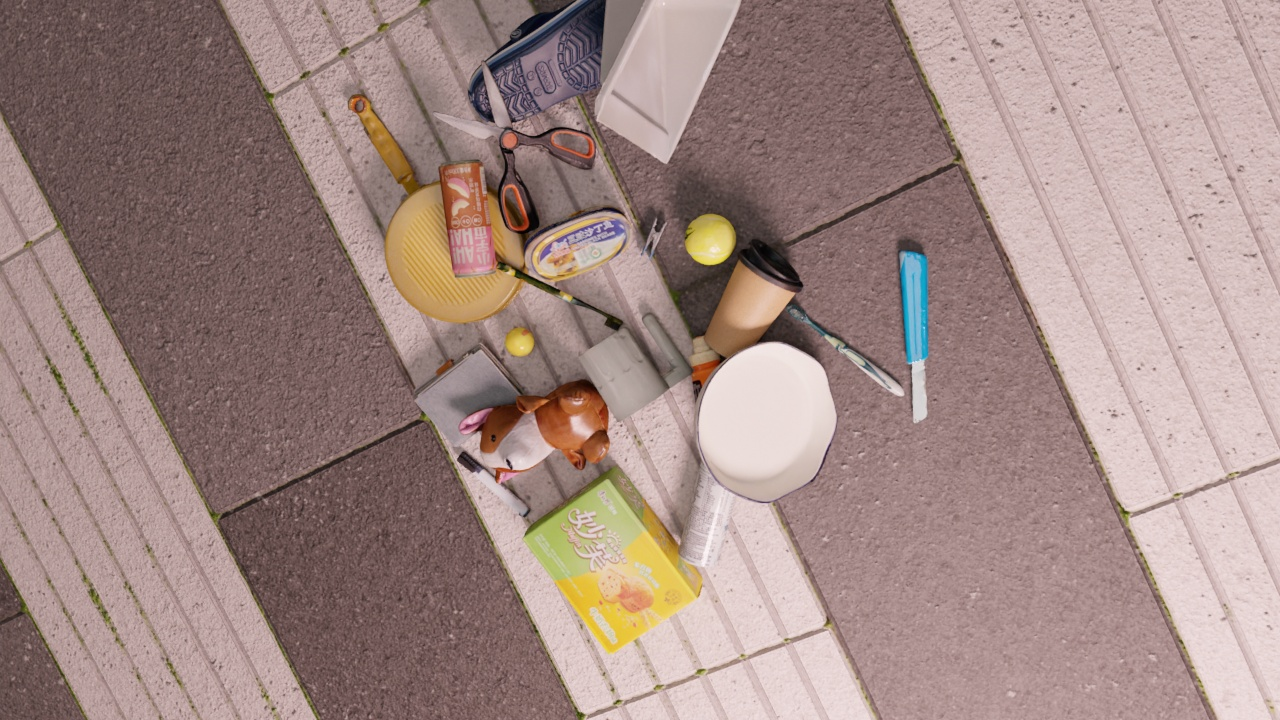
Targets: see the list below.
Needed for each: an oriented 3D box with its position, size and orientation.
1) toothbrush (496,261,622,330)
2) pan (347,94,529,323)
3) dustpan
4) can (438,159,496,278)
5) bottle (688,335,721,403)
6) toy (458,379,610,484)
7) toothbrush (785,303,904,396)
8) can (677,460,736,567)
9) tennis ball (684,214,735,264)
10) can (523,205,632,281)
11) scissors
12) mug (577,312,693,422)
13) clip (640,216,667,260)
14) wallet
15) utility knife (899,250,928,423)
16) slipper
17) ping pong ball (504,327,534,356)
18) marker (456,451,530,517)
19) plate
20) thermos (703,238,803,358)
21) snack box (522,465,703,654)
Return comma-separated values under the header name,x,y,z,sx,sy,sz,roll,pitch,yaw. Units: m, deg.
name,x,y,z,sx,sy,sz,roll,pitch,yaw
toothbrush,-0.109,-0.086,1.231,0.186,0.012,0.017,25,111,-10
pan,-0.295,-0.214,1.253,0.198,0.078,0.357,-35,97,9
dustpan,0.055,-0.389,1.073,0.143,0.222,0.257,-2,88,23
can,-0.223,-0.182,1.185,0.058,0.057,0.147,-4,101,11
bottle,0.097,0.040,1.213,0.067,0.066,0.149,-16,88,13
toy,-0.139,0.102,1.242,0.200,0.130,0.140,-14,114,20
toothbrush,0.266,-0.014,1.192,0.191,0.018,0.016,38,103,3
can,0.094,0.202,1.239,0.058,0.058,0.147,15,101,8
tennis ball,0.090,-0.155,1.179,0.065,0.065,0.065,2,99,10
can,-0.082,-0.153,1.202,0.148,0.049,0.074,-21,107,0
scissors,-0.153,-0.267,1.164,0.232,0.022,0.221,-11,119,-27
mug,-0.007,0.007,1.224,0.123,0.084,0.103,-34,90,-13
clip,0.016,-0.161,1.213,0.036,0.025,0.058,25,97,-1
wallet,-0.243,0.046,1.290,0.130,0.037,0.106,-35,102,15
utility knife,0.352,-0.029,1.172,0.034,0.018,0.223,-3,97,9
slipper,-0.107,-0.391,1.169,0.253,0.105,0.095,-34,47,0
ping pong ball,-0.166,-0.025,1.261,0.040,0.040,0.040,2,99,10
marker,-0.211,0.178,1.312,0.131,0.022,0.018,41,115,3
plate,0.154,0.077,1.168,0.204,0.046,0.205,-3,97,-26
thermos,0.141,-0.074,1.175,0.093,0.092,0.143,32,112,4
snack box,-0.038,0.276,1.270,0.158,0.070,0.210,-37,91,14
